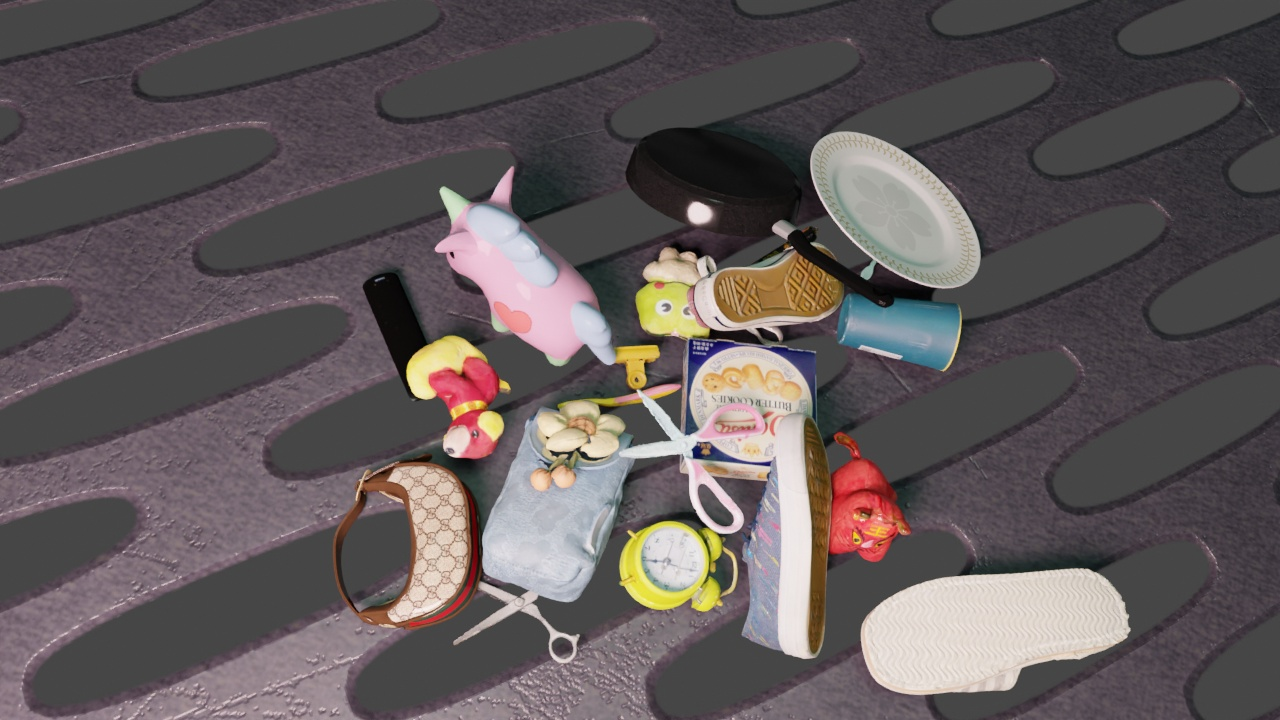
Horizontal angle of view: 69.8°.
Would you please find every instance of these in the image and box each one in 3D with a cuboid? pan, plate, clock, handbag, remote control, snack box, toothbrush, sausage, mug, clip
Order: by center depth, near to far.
[{"bbox_3d":[-0.226,0.171,0.880,0.138,0.063,0.166,-8,66,-1],"label":"handbag"},{"bbox_3d":[-0.078,0.125,0.885,0.122,0.119,0.191,21,54,2],"label":"handbag"},{"bbox_3d":[0.038,0.202,0.903,0.119,0.057,0.083,10,65,-10],"label":"clock"},{"bbox_3d":[-0.254,-0.028,0.982,0.041,0.020,0.152,-22,74,-17],"label":"remote control"},{"bbox_3d":[-0.021,0.042,0.984,0.135,0.021,0.016,-10,71,-8],"label":"toothbrush"},{"bbox_3d":[0.116,0.053,0.985,0.144,0.043,0.144,6,65,-6],"label":"snack box"},{"bbox_3d":[-0.005,0.004,0.999,0.054,0.045,0.048,-2,42,-11],"label":"clip"},{"bbox_3d":[0.137,-0.167,1.010,0.203,0.044,0.356,-22,49,-41],"label":"pan"},{"bbox_3d":[0.288,-0.036,1.035,0.121,0.078,0.078,10,65,2],"label":"mug"},{"bbox_3d":[0.154,-0.118,1.079,0.155,0.020,0.020,-33,74,-20],"label":"sausage"},{"bbox_3d":[0.301,-0.179,1.092,0.242,0.016,0.242,16,50,-20],"label":"plate"},{"bbox_3d":[0.297,-0.141,1.114,0.022,0.017,0.135,33,64,7],"label":"toothbrush"}]

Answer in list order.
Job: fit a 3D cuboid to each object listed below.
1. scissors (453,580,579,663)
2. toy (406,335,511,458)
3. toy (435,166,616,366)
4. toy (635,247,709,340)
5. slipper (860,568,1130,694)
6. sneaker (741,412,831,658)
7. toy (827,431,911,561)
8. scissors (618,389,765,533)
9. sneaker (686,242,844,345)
[{"bbox_3d":[-0.103,0.227,0.893,0.141,0.014,0.174,40,64,17],"label":"scissors"},{"bbox_3d":[-0.180,0.037,0.943,0.105,0.067,0.137,-10,65,-33],"label":"toy"},{"bbox_3d":[-0.112,-0.081,0.942,0.222,0.171,0.119,34,66,7],"label":"toy"},{"bbox_3d":[0.042,-0.077,1.033,0.092,0.043,0.117,8,64,-4],"label":"toy"},{"bbox_3d":[0.352,0.268,0.917,0.272,0.054,0.114,-10,64,-7],"label":"slipper"},{"bbox_3d":[0.140,0.170,0.908,0.079,0.087,0.235,-2,80,28],"label":"sneaker"},{"bbox_3d":[0.233,0.132,0.940,0.088,0.094,0.132,1,65,-8],"label":"toy"},{"bbox_3d":[0.058,0.100,0.904,0.170,0.014,0.168,-5,80,-30],"label":"scissors"},{"bbox_3d":[0.132,-0.072,1.015,0.240,0.088,0.118,-14,86,-41],"label":"sneaker"}]
